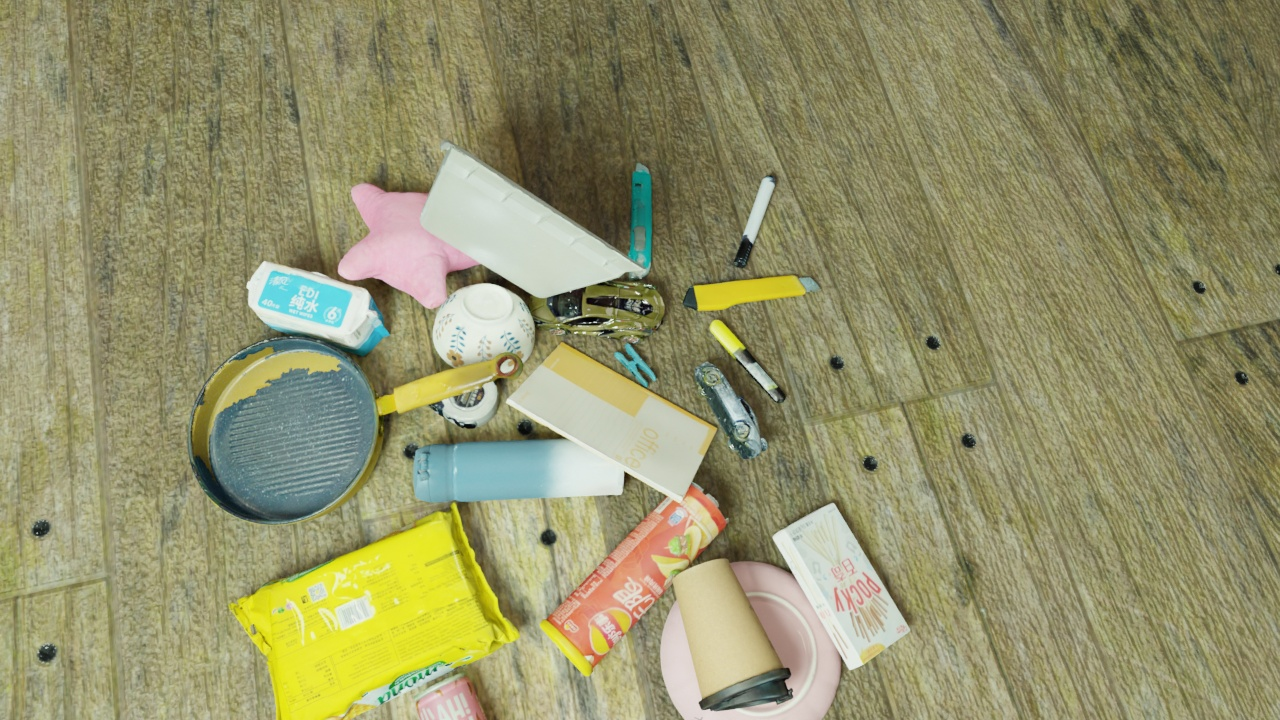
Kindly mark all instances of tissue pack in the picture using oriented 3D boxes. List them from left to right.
[{"bbox_3d":[-0.348,-0.056,0.996,0.140,0.090,0.063,16,74,0],"label":"tissue pack"}]

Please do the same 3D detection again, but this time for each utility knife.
[{"bbox_3d":[0.000,-0.170,1.115,0.029,0.013,0.160,3,70,-7],"label":"utility knife"},{"bbox_3d":[0.133,-0.081,1.098,0.173,0.015,0.033,-7,77,-10],"label":"utility knife"}]

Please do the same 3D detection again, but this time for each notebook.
[{"bbox_3d":[-0.025,0.061,0.989,0.206,0.010,0.145,29,32,5],"label":"notebook"}]

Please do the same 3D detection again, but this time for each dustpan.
[{"bbox_3d":[-0.118,-0.174,0.972,0.222,0.258,0.142,31,67,-21],"label":"dustpan"}]

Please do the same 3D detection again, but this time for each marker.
[{"bbox_3d":[0.125,0.002,1.069,0.018,0.015,0.124,-39,82,-16],"label":"marker"},{"bbox_3d":[0.141,-0.172,1.127,0.018,0.023,0.130,19,71,6],"label":"marker"}]

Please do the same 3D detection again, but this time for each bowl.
[{"bbox_3d":[-0.171,-0.044,1.009,0.113,0.062,0.113,6,52,-8],"label":"bowl"}]

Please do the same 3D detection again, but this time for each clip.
[{"bbox_3d":[-0.005,0.006,1.053,0.046,0.014,0.057,-37,79,-19],"label":"clip"}]

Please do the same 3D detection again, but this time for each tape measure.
[{"bbox_3d":[-0.189,0.041,1.009,0.066,0.034,0.065,31,71,8],"label":"tape measure"}]

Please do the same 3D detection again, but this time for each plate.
[{"bbox_3d":[0.118,0.303,0.948,0.192,0.039,0.192,2,71,-6],"label":"plate"}]

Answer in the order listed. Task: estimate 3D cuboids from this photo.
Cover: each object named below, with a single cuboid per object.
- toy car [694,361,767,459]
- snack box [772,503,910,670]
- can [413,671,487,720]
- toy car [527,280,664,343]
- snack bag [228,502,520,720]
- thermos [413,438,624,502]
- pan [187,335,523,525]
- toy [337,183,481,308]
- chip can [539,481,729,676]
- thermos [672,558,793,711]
[{"bbox_3d":[0.100,0.055,1.026,0.036,0.054,0.120,-28,75,-12],"label":"toy car"},{"bbox_3d":[0.213,0.236,0.973,0.084,0.027,0.156,-18,71,-37],"label":"snack box"},{"bbox_3d":[-0.165,0.379,0.880,0.057,0.058,0.147,-24,75,-14],"label":"can"},{"bbox_3d":[-0.051,-0.061,1.058,0.158,0.042,0.070,3,70,-3],"label":"toy car"},{"bbox_3d":[-0.263,0.254,0.909,0.246,0.068,0.158,-22,74,-12],"label":"snack bag"},{"bbox_3d":[-0.129,0.115,0.972,0.220,0.070,0.070,-2,71,-8],"label":"thermos"},{"bbox_3d":[-0.290,0.051,0.942,0.357,0.078,0.197,-13,76,-1],"label":"pan"},{"bbox_3d":[-0.242,-0.129,1.030,0.178,0.075,0.194,4,48,-16],"label":"toy"},{"bbox_3d":[-0.005,0.220,0.947,0.073,0.073,0.216,43,71,9],"label":"chip can"},{"bbox_3d":[0.084,0.270,0.891,0.093,0.093,0.143,-15,65,-11],"label":"thermos"}]
